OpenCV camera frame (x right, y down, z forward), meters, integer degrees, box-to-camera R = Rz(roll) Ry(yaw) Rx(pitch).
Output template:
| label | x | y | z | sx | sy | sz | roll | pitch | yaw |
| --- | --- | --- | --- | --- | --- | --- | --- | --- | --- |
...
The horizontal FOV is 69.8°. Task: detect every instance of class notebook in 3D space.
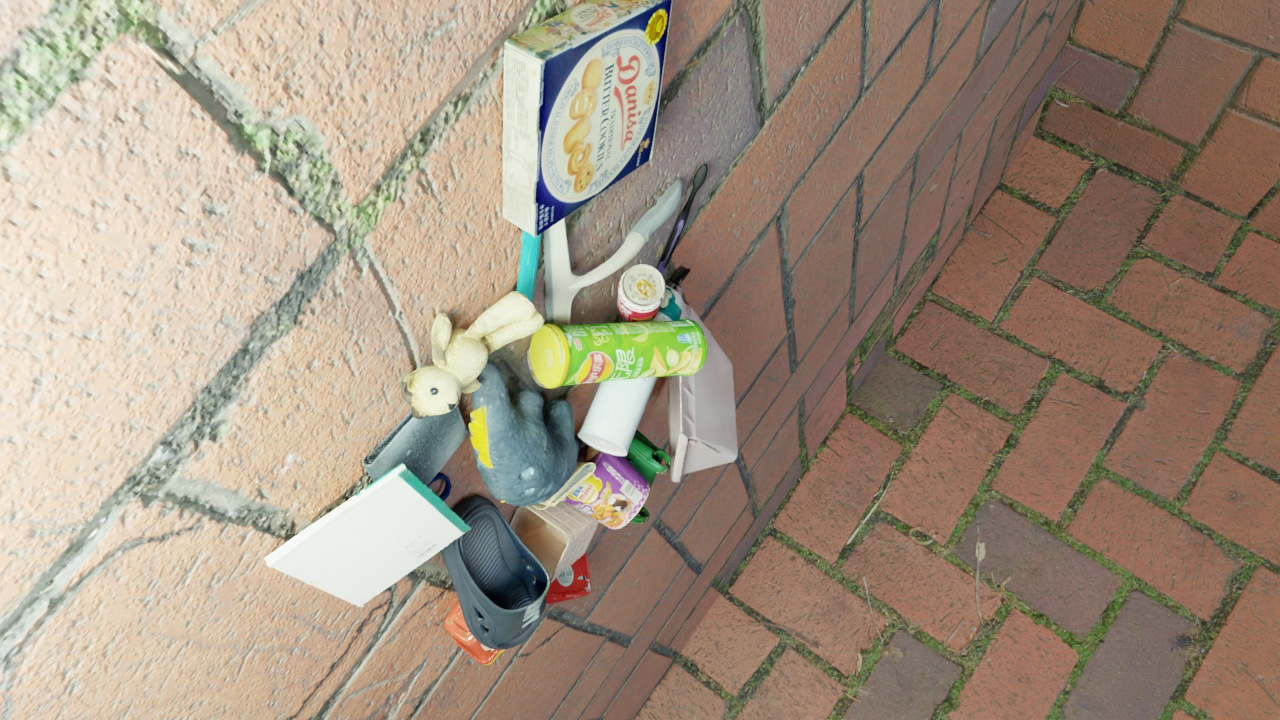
| label | x | y | z | sx | sy | sz | roll | pitch | yaw |
| --- | --- | --- | --- | --- | --- | --- | --- | --- | --- |
| notebook | -0.264 | 0.184 | 0.929 | 0.150 | 0.012 | 0.209 | -35 | 155 | -9 |

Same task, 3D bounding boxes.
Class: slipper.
| label | x | y | z | sx | sy | sz | roll | pitch | yaw |
| --- | --- | --- | --- | --- | --- | --- | --- | --- | --- |
| slipper | -0.171 | 0.284 | 1.153 | 0.110 | 0.083 | 0.268 | -45 | 138 | -32 |

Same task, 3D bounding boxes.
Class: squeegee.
| label | x | y | z | sx | sy | sz | roll | pitch | yaw |
| --- | --- | --- | --- | --- | --- | --- | --- | --- | --- |
| squeegee | -0.015 | -0.136 | 1.051 | 0.245 | 0.039 | 0.247 | -45 | 156 | -31 |

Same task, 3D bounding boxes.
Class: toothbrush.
| label | x | y | z | sx | sy | sz | roll | pitch | yaw |
| --- | --- | --- | --- | --- | --- | --- | --- | --- | --- |
| toothbrush | 0.048 | -0.168 | 1.184 | 0.016 | 0.014 | 0.189 | -71 | -176 | -64 |
| toothbrush | 0.005 | -0.064 | 1.240 | 0.189 | 0.016 | 0.014 | -47 | 166 | -19 |

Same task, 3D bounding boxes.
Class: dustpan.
| label | x | y | z | sx | sy | sz | roll | pitch | yaw |
| --- | --- | --- | --- | --- | --- | --- | --- | --- | --- |
| dustpan | 0.048 | 0.060 | 1.325 | 0.273 | 0.139 | 0.222 | 43 | 41 | -51 |

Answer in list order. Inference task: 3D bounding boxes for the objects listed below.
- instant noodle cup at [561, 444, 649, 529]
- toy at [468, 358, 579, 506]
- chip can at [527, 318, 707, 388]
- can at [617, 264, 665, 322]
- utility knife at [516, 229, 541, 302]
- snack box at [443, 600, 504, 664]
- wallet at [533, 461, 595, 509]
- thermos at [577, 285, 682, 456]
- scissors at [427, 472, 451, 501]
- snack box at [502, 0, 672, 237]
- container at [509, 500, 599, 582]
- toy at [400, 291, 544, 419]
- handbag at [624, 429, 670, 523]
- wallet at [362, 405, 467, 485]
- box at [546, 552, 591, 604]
| label | x | y | z | sx | sy | sz | roll | pitch | yaw |
| --- | --- | --- | --- | --- | --- | --- | --- | --- | --- |
| instant noodle cup | -0.049 | 0.174 | 1.275 | 0.112 | 0.099 | 0.111 | -45 | -165 | 15 |
| toy | -0.133 | 0.103 | 1.080 | 0.356 | 0.091 | 0.137 | 50 | 46 | -70 |
| chip can | -0.020 | -0.011 | 1.070 | 0.220 | 0.072 | 0.073 | -4 | 127 | -38 |
| can | 0.000 | -0.077 | 1.086 | 0.053 | 0.053 | 0.133 | -55 | 179 | -6 |
| utility knife | -0.116 | -0.089 | 0.931 | 0.029 | 0.013 | 0.162 | -37 | 154 | -38 |
| snack box | -0.216 | 0.356 | 1.255 | 0.091 | 0.082 | 0.080 | -52 | 149 | -19 |
| wallet | -0.109 | 0.164 | 1.212 | 0.087 | 0.024 | 0.115 | -38 | -170 | -19 |
| thermos | -0.007 | 0.007 | 1.168 | 0.073 | 0.073 | 0.223 | 70 | 40 | -65 |
| scissors | -0.240 | 0.124 | 0.962 | 0.128 | 0.012 | 0.174 | -36 | 149 | -41 |
| snack box | -0.049 | -0.230 | 0.833 | 0.182 | 0.046 | 0.178 | -41 | 154 | -35 |
| container | -0.122 | 0.241 | 1.287 | 0.110 | 0.090 | 0.090 | -20 | 138 | -63 |
| toy | -0.160 | -0.005 | 0.876 | 0.157 | 0.066 | 0.105 | -41 | 149 | -21 |
| handbag | -0.024 | 0.167 | 1.353 | 0.067 | 0.120 | 0.131 | -30 | 145 | -61 |
| wallet | -0.222 | 0.087 | 0.921 | 0.120 | 0.019 | 0.097 | -52 | 155 | -30 |
| box | -0.153 | 0.324 | 1.396 | 0.201 | 0.092 | 0.094 | 29 | 50 | -69 |
